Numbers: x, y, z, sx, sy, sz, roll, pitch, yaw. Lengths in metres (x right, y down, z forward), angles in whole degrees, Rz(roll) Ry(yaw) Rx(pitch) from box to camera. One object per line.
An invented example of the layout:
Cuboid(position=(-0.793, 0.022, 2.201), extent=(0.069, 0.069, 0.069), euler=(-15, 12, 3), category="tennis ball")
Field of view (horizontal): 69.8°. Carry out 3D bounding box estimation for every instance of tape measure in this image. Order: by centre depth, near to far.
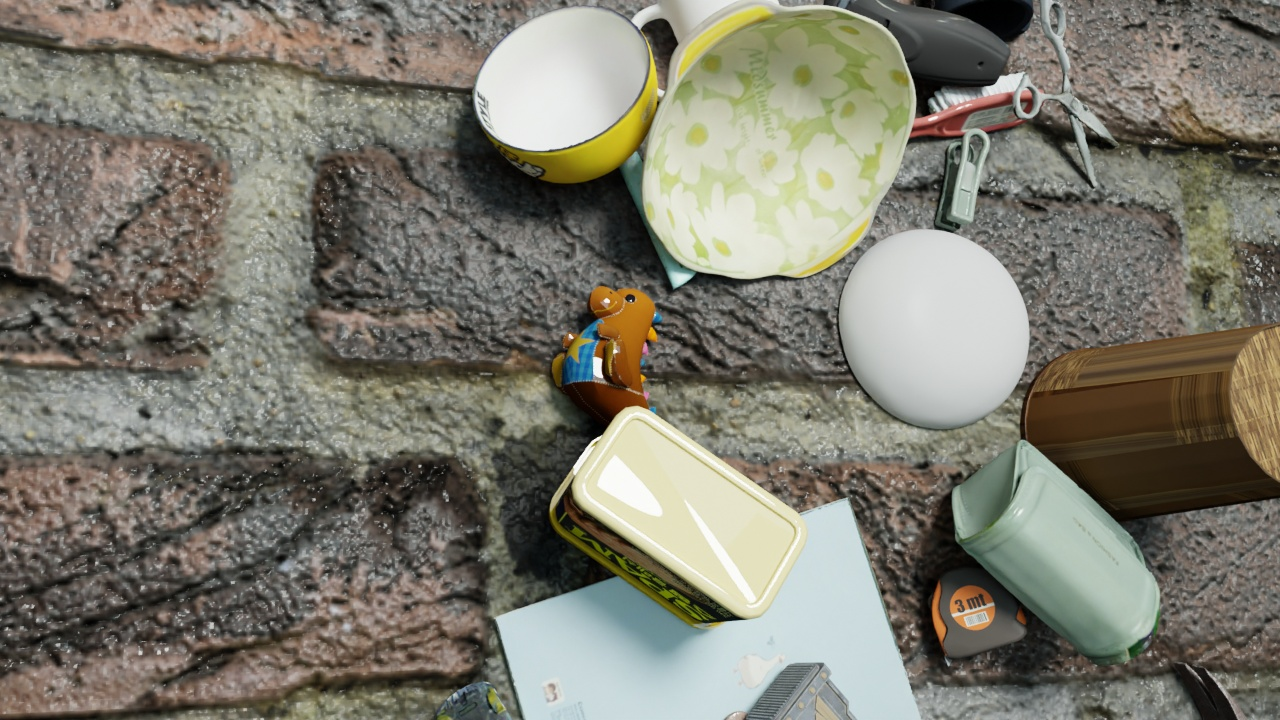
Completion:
Cuboid(position=(0.226, 0.167, 0.622), extent=(0.058, 0.038, 0.058), euler=(-26, 74, 20), category="tape measure")

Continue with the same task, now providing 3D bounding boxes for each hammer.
Cuboid(position=(0.030, 0.319, 0.506), extent=(0.321, 0.044, 0.098), euler=(-41, 91, -28), category="hammer")
Cuboid(position=(0.287, 0.306, 0.616), extent=(0.314, 0.035, 0.137), euler=(-11, 83, -14), category="hammer")

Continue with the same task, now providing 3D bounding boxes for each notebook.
Cuboid(position=(0.052, 0.212, 0.592), extent=(0.253, 0.009, 0.181), euler=(-15, 84, -15), category="notebook")

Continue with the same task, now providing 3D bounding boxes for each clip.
Cuboid(position=(0.242, -0.136, 0.689), extent=(0.023, 0.042, 0.075), euler=(18, 76, -11), category="clip")

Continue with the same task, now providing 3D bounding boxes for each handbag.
Cuboid(position=(0.272, 0.123, 0.601), extent=(0.122, 0.067, 0.105), euler=(43, 29, -1), category="handbag")

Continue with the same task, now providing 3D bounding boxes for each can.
Cuboid(position=(0.019, 0.096, 0.547), extent=(0.135, 0.104, 0.075), euler=(35, 70, 1), category="can")

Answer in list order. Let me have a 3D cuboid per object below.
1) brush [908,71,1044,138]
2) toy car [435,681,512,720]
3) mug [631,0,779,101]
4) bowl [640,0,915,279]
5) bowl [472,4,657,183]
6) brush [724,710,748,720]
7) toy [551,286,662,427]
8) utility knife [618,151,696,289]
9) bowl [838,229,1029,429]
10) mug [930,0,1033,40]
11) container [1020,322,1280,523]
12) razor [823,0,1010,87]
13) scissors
Cuboid(position=(0.224, -0.187, 0.692), extent=(0.172, 0.041, 0.030), euler=(-14, 66, -13), category="brush")
Cuboid(position=(-0.087, 0.236, 0.546), extent=(0.038, 0.027, 0.089), euler=(-28, 85, -18), category="toy car")
Cuboid(position=(0.045, -0.227, 0.644), extent=(0.110, 0.073, 0.090), euler=(-22, 85, 10), category="mug")
Cuboid(position=(0.081, -0.147, 0.602), extent=(0.188, 0.219, 0.060), euler=(-34, 45, 7), category="bowl")
Cuboid(position=(-0.042, -0.164, 0.599), extent=(0.117, 0.068, 0.117), euler=(-6, 65, 13), category="bowl")
Cuboid(position=(0.082, 0.286, 0.572), extent=(0.049, 0.015, 0.135), euler=(-17, 85, -16), category="brush")
Cuboid(position=(-0.004, 0.003, 0.605), extent=(0.103, 0.071, 0.090), euler=(39, 59, -27), category="toy")
Cuboid(position=(-0.003, -0.127, 0.641), extent=(0.022, 0.015, 0.165), euler=(-23, 83, -15), category="utility knife")
Cuboid(position=(0.220, -0.027, 0.656), extent=(0.149, 0.043, 0.149), euler=(2, 79, -13), category="bowl")
Cuboid(position=(0.270, -0.290, 0.708), extent=(0.105, 0.071, 0.077), euler=(8, 76, -39), category="mug")
Cuboid(position=(0.364, 0.041, 0.612), extent=(0.132, 0.167, 0.132), euler=(2, 79, -13), category="container")
Cuboid(position=(0.200, -0.239, 0.678), extent=(0.140, 0.053, 0.063), euler=(17, 39, 0), category="razor")
Cuboid(position=(0.326, -0.210, 0.696), extent=(0.141, 0.014, 0.158), euler=(-6, 98, -35), category="scissors")
